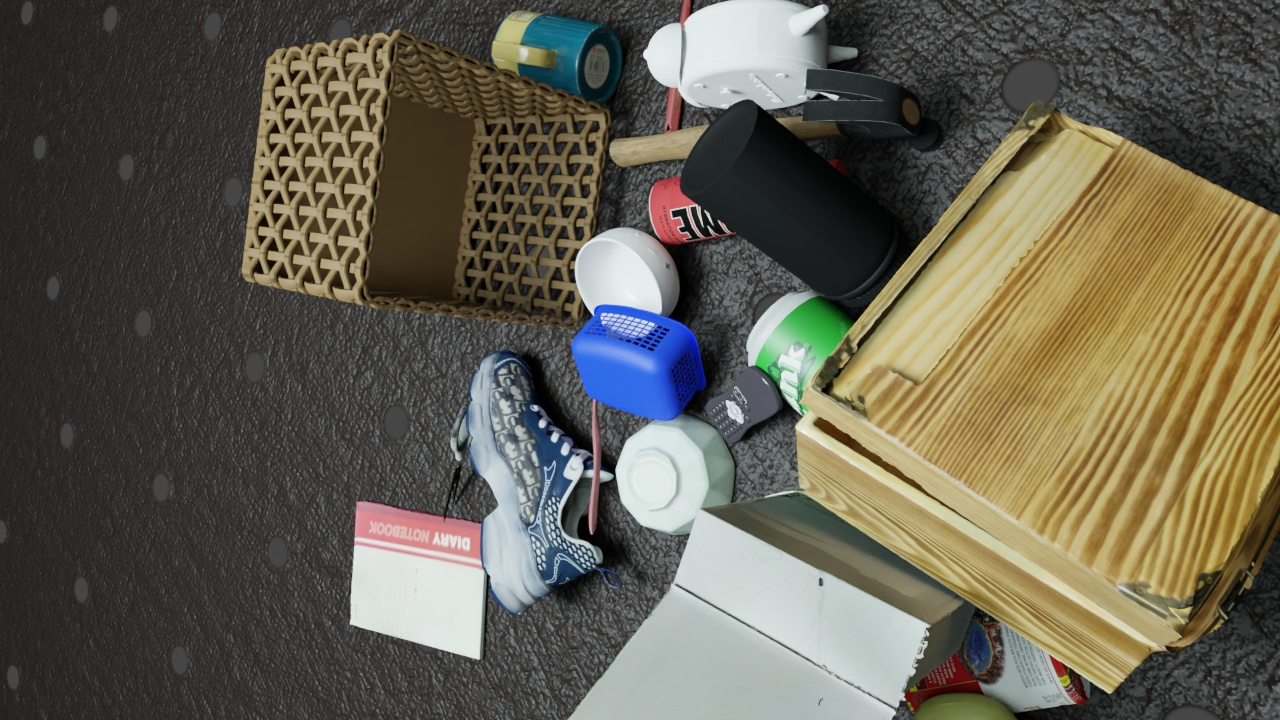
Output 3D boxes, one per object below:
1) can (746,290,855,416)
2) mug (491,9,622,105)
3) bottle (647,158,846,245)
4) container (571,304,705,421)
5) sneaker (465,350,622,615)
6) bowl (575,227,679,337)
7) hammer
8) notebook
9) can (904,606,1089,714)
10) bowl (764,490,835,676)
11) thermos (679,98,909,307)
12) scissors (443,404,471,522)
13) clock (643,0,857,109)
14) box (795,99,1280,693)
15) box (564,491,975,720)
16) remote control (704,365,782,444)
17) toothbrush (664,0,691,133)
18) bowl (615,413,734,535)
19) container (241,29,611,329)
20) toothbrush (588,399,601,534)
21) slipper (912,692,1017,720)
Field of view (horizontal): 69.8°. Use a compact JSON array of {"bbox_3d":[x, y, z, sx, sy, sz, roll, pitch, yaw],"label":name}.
[{"bbox_3d":[0.161,0.011,0.761,0.140,0.087,0.088,44,110,25],"label":"can"},{"bbox_3d":[-0.091,-0.300,0.913,0.107,0.113,0.083,22,112,28],"label":"mug"},{"bbox_3d":[0.096,-0.146,0.821,0.177,0.062,0.062,-6,86,32],"label":"bottle"},{"bbox_3d":[-0.005,0.005,0.854,0.114,0.058,0.096,15,140,31],"label":"container"},{"bbox_3d":[-0.094,0.110,0.925,0.132,0.103,0.269,-14,69,9],"label":"sneaker"},{"bbox_3d":[-0.007,-0.079,0.876,0.105,0.054,0.105,23,133,27],"label":"bowl"},{"bbox_3d":[0.091,-0.199,0.807,0.306,0.132,0.040,3,87,41],"label":"hammer"},{"bbox_3d":[-0.260,0.250,1.063,0.209,0.012,0.153,2,90,32],"label":"notebook"},{"bbox_3d":[0.262,0.222,0.692,0.117,0.086,0.086,-23,76,30],"label":"can"},{"bbox_3d":[0.148,0.183,0.772,0.151,0.075,0.150,-2,87,33],"label":"bowl"},{"bbox_3d":[0.134,-0.113,0.732,0.086,0.198,0.086,-42,30,31],"label":"thermos"},{"bbox_3d":[-0.190,0.094,0.997,0.012,0.163,0.154,18,62,4],"label":"scissors"},{"bbox_3d":[0.094,-0.251,0.787,0.161,0.125,0.073,1,89,26],"label":"clock"},{"bbox_3d":[0.275,0.018,0.575,0.245,0.168,0.278,34,67,25],"label":"box"},{"bbox_3d":[0.043,0.203,0.527,0.166,0.477,0.119,23,122,33],"label":"box"},{"bbox_3d":[0.089,0.040,0.805,0.046,0.009,0.125,56,155,8],"label":"remote control"},{"bbox_3d":[0.039,-0.311,0.888,0.016,0.016,0.190,9,93,31],"label":"toothbrush"},{"bbox_3d":[0.024,0.109,0.860,0.118,0.061,0.117,0,89,31],"label":"bowl"},{"bbox_3d":[-0.204,-0.160,0.881,0.214,0.251,0.219,12,95,41],"label":"container"},{"bbox_3d":[-0.041,0.079,0.894,0.016,0.015,0.184,-12,62,27],"label":"toothbrush"},{"bbox_3d":[0.255,0.324,0.660,0.092,0.081,0.190,-17,113,26],"label":"slipper"}]
